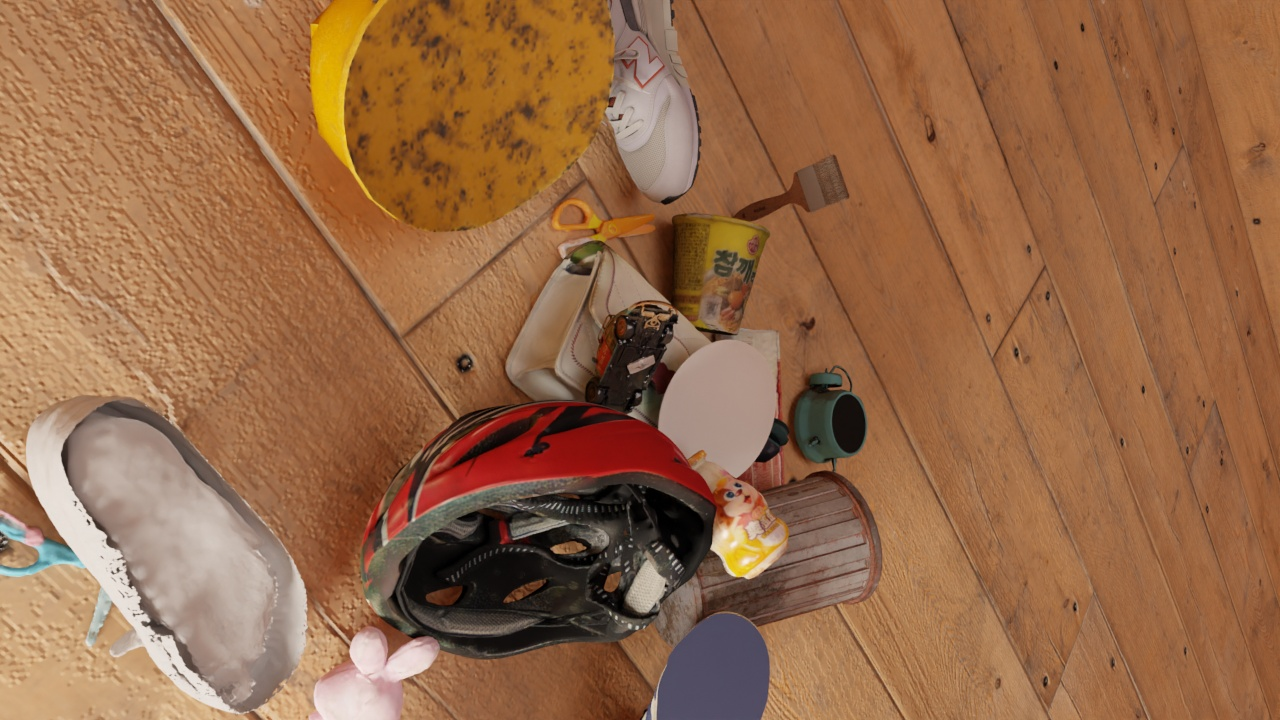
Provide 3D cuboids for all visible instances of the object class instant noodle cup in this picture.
[{"bbox_3d":[0.071,-0.083,0.906,0.102,0.102,0.108,9,89,-41],"label":"instant noodle cup"}]

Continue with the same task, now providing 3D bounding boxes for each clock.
[{"bbox_3d":[0.223,0.062,1.057,0.090,0.053,0.124,44,57,-32],"label":"clock"}]

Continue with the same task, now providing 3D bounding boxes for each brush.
[{"bbox_3d":[0.149,-0.164,0.942,0.008,0.143,0.045,-23,94,-42],"label":"brush"}]

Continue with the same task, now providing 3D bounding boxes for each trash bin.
[{"bbox_3d":[0.116,0.185,0.864,0.210,0.131,0.131,-9,94,-24],"label":"trash bin"}]

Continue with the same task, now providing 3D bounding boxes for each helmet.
[{"bbox_3d":[-0.150,-0.215,0.681,0.254,0.131,0.206,-30,138,-45],"label":"helmet"},{"bbox_3d":[-0.076,0.123,0.689,0.271,0.167,0.218,3,130,-31],"label":"helmet"}]

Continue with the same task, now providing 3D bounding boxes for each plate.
[{"bbox_3d":[0.067,0.047,0.811,0.134,0.011,0.135,-10,107,-34],"label":"plate"}]

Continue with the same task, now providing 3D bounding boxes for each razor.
[{"bbox_3d":[0.078,0.091,0.905,0.142,0.047,0.052,-20,68,-16],"label":"razor"}]

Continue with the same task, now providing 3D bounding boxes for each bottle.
[{"bbox_3d":[0.072,0.126,0.766,0.063,0.063,0.108,-32,78,-39],"label":"bottle"}]

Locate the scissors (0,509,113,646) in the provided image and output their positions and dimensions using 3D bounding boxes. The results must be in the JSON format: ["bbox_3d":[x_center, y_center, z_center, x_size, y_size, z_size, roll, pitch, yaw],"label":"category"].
[{"bbox_3d":[-0.336,0.107,0.577,0.135,0.015,0.135,38,66,-41],"label":"scissors"}]

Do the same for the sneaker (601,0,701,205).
[{"bbox_3d":[-0.027,-0.262,0.838,0.124,0.089,0.239,-2,80,-38],"label":"sneaker"}]

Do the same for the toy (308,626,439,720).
[{"bbox_3d":[-0.194,0.232,0.655,0.063,0.047,0.110,30,109,-24],"label":"toy"}]

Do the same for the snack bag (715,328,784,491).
[{"bbox_3d":[0.118,0.079,0.970,0.077,0.041,0.225,0,89,-41],"label":"snack bag"}]

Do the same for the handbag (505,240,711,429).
[{"bbox_3d":[-0.005,0.005,0.825,0.198,0.096,0.141,39,64,-33],"label":"handbag"}]

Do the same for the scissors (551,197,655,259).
[{"bbox_3d":[-0.028,-0.119,0.867,0.130,0.013,0.070,-9,94,-41],"label":"scissors"}]

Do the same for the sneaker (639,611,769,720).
[{"bbox_3d":[0.046,0.315,0.804,0.233,0.091,0.118,-66,170,3],"label":"sneaker"}]

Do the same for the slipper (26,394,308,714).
[{"bbox_3d":[-0.286,0.125,0.564,0.112,0.075,0.247,-38,127,-29],"label":"slipper"}]

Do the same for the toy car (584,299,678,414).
[{"bbox_3d":[-0.012,-0.008,0.727,0.047,0.047,0.112,8,123,-30],"label":"toy car"}]
